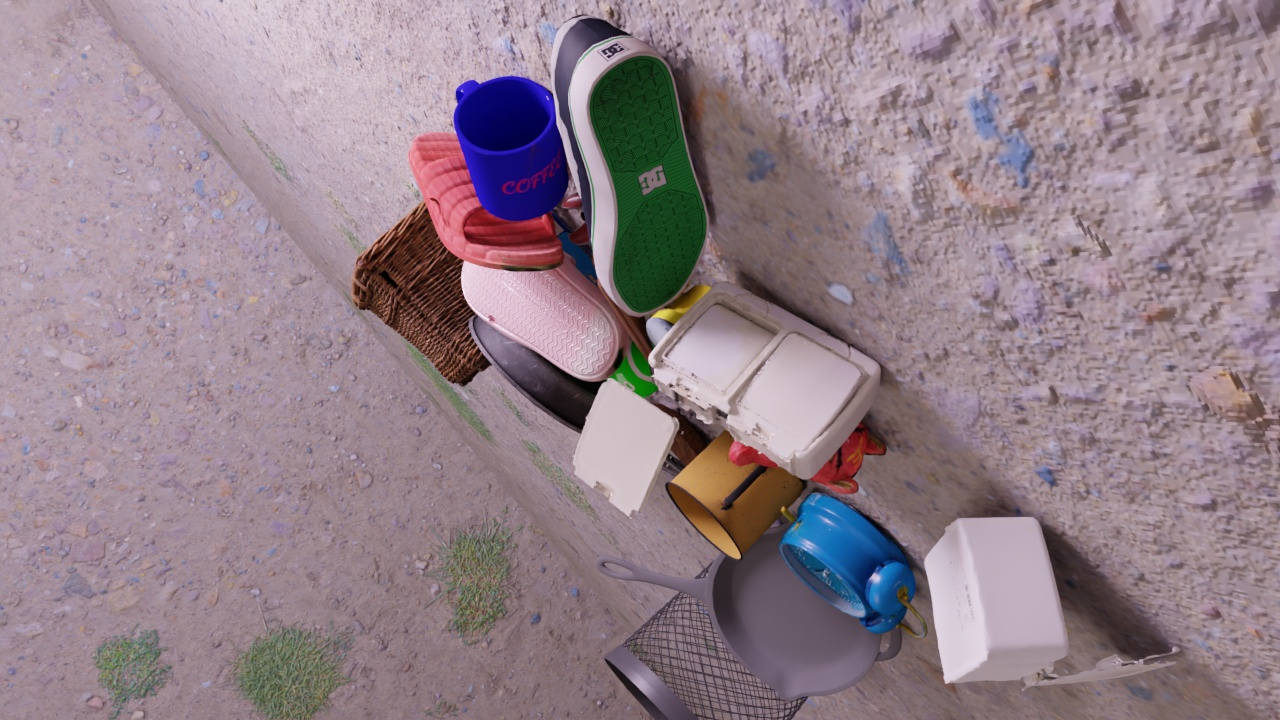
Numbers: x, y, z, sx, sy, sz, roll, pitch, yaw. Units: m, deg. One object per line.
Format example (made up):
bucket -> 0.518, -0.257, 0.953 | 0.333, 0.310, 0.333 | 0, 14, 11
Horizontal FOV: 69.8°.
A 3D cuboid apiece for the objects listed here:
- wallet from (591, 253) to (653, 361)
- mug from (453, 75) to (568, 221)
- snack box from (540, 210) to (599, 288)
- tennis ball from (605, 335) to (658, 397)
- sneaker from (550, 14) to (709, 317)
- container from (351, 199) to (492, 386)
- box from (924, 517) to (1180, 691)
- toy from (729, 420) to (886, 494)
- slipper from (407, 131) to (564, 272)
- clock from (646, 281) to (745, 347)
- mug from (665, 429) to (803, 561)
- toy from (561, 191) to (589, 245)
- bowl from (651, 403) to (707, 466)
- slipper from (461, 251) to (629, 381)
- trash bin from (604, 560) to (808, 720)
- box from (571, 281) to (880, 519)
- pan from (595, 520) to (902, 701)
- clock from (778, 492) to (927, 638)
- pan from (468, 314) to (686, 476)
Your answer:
wallet -> -0.015, -0.057, 0.800 | 0.087, 0.013, 0.120 | 57, -171, -25
mug -> -0.112, -0.180, 0.744 | 0.111, 0.079, 0.084 | 47, 164, 22
snack box -> -0.066, -0.090, 0.911 | 0.150, 0.027, 0.082 | 47, 161, 0
tennis ball -> -0.005, 0.005, 0.908 | 0.065, 0.065, 0.065 | 42, 162, 17
sneaker -> -0.011, -0.127, 0.630 | 0.079, 0.084, 0.236 | 53, 165, 35
container -> -0.227, -0.082, 1.108 | 0.183, 0.162, 0.250 | 45, 163, -9
box -> 0.275, 0.170, 0.609 | 0.109, 0.136, 0.120 | 80, -174, -62
toy -> 0.124, 0.065, 0.716 | 0.094, 0.088, 0.133 | 38, 165, -6
slipper -> -0.146, -0.160, 0.828 | 0.248, 0.103, 0.059 | 51, 139, 40
clock -> 0.041, -0.025, 0.746 | 0.119, 0.057, 0.083 | 42, 163, 16
mug -> 0.093, 0.120, 0.870 | 0.100, 0.094, 0.124 | 46, 165, 7
toy -> -0.035, -0.125, 0.755 | 0.112, 0.030, 0.049 | -6, 96, 66
bowl -> 0.048, 0.083, 1.012 | 0.114, 0.026, 0.102 | 54, 167, -25
slipper -> -0.090, -0.061, 0.859 | 0.221, 0.107, 0.055 | 37, -156, 30
trash bin -> 0.112, 0.366, 1.135 | 0.218, 0.227, 0.218 | 42, 162, 17
box -> 0.055, 0.028, 0.609 | 0.143, 0.186, 0.070 | 30, 156, 28
pan -> 0.109, 0.259, 1.012 | 0.355, 0.024, 0.217 | 8, 109, 27
clock -> 0.196, 0.190, 0.836 | 0.161, 0.060, 0.117 | 37, 160, 29
pan -> -0.045, 0.048, 1.007 | 0.356, 0.055, 0.187 | 33, -166, -40
